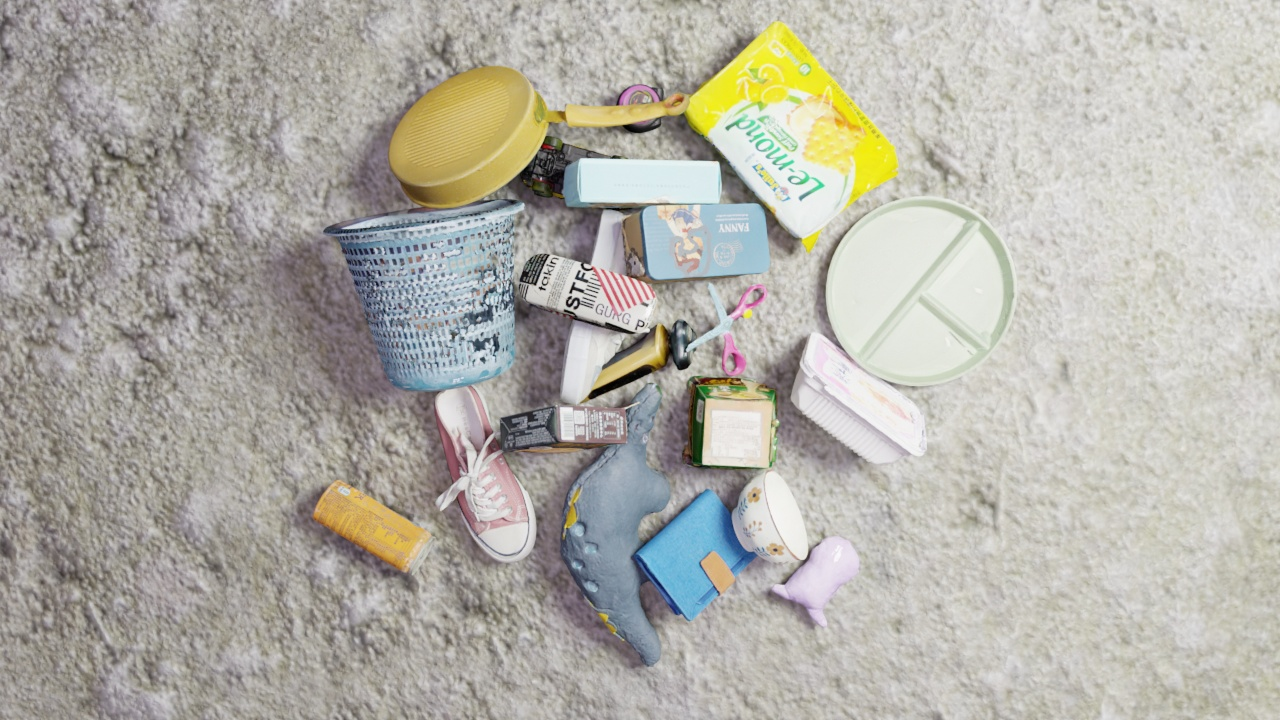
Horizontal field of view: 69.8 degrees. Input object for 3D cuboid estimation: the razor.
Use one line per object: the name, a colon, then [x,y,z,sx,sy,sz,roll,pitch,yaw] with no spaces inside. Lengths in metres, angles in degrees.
razor: [-0.007,0.007,1.129,0.167,0.062,0.067,-27,63,9]

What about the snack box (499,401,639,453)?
snack box: [-0.082,0.078,1.075,0.113,0.125,0.053,-14,74,47]

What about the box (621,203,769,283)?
box: [0.070,-0.137,1.081,0.184,0.062,0.090,-9,92,-25]

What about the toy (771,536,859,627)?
toy: [0.228,0.269,1.137,0.084,0.039,0.108,40,88,-3]

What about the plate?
plate: [0.340,-0.084,1.120,0.230,0.027,0.230,0,92,2]

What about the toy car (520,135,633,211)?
toy car: [-0.071,-0.225,1.123,0.156,0.041,0.071,12,93,-8]

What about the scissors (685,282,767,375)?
scissors: [0.108,-0.042,1.118,0.133,0.017,0.133,-33,121,-21]

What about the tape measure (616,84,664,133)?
tape measure: [-0.001,-0.306,1.119,0.058,0.039,0.057,2,93,-2]

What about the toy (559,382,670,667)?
toy: [-0.029,0.202,1.122,0.138,0.091,0.356,2,95,-10]

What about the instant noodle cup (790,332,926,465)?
instant noodle cup: [0.251,0.053,1.087,0.173,0.137,0.060,35,115,1]

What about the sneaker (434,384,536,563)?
sneaker: [-0.198,0.140,1.126,0.118,0.088,0.241,-19,91,3]

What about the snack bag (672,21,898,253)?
snack bag: [0.176,-0.269,1.097,0.158,0.068,0.246,-42,90,3]

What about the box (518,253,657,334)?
box: [-0.060,-0.077,1.038,0.164,0.060,0.071,14,59,10]

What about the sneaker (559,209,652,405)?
sneaker: [-0.033,-0.057,1.109,0.090,0.089,0.242,16,83,-6]

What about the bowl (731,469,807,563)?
bowl: [0.150,0.194,1.107,0.062,0.113,0.113,-23,92,22]

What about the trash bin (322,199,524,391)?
trash bin: [-0.235,-0.075,1.069,0.226,0.226,0.195,-6,105,3]

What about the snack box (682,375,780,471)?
snack box: [0.110,0.080,1.100,0.117,0.105,0.118,2,92,3]

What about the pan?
pan: [-0.123,-0.271,1.061,0.358,0.078,0.197,-13,54,17]

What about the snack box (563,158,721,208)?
snack box: [0.002,-0.207,1.080,0.174,0.074,0.051,-2,94,-17]

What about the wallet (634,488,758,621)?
wallet: [0.070,0.236,1.114,0.132,0.040,0.106,-37,91,-27]

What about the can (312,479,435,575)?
can: [-0.334,0.209,1.151,0.146,0.058,0.058,30,94,1]
